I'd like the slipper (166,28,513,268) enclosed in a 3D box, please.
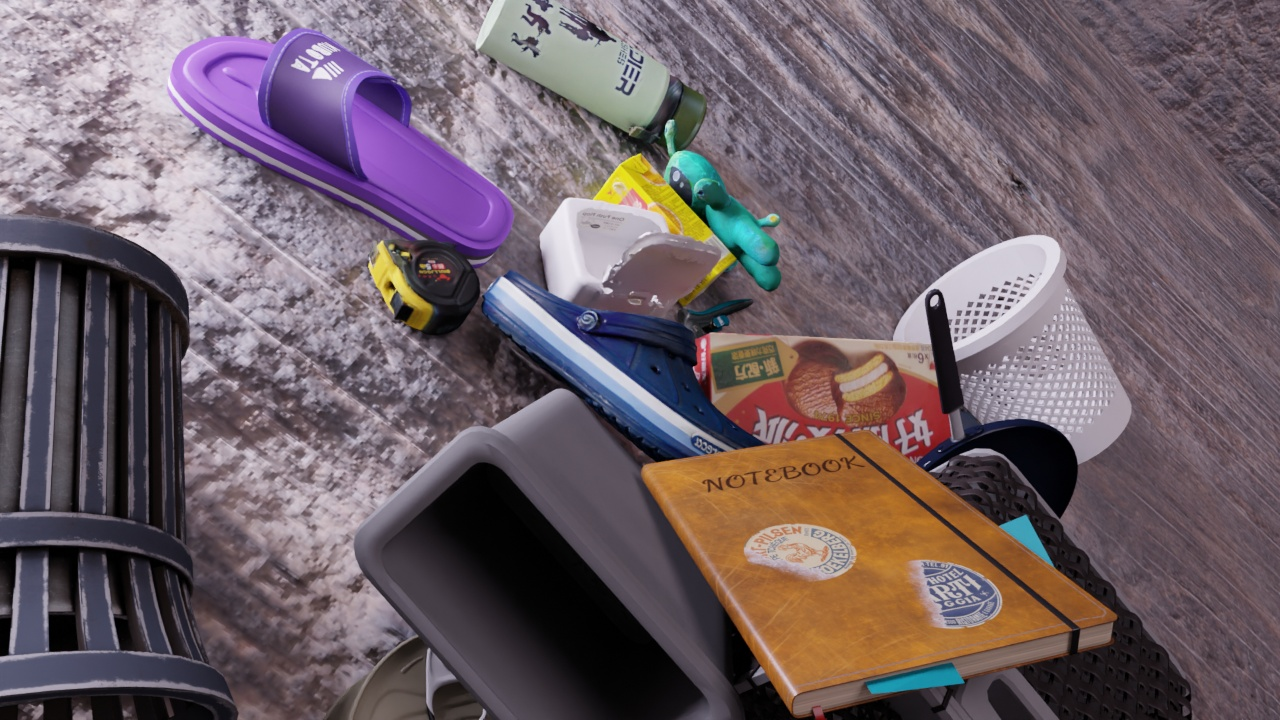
[{"bbox_3d":[-0.206,-0.178,0.693,0.266,0.084,0.107,31,46,-17],"label":"slipper"}]

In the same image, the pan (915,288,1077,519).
[{"bbox_3d":[0.260,0.075,0.746,0.357,0.198,0.021,64,-2,-39],"label":"pan"}]

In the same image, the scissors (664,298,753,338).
[{"bbox_3d":[0.073,-0.025,0.854,0.124,0.019,0.156,41,45,-4],"label":"scissors"}]

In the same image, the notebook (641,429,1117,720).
[{"bbox_3d":[0.120,0.100,0.499,0.178,0.014,0.249,-8,20,-14],"label":"notebook"}]

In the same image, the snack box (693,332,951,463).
[{"bbox_3d":[0.152,0.041,0.773,0.236,0.060,0.113,2,82,-20],"label":"snack box"}]

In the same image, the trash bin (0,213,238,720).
[{"bbox_3d":[-0.279,0.061,0.416,0.164,0.165,0.227,6,54,-36],"label":"trash bin"}]

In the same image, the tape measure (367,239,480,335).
[{"bbox_3d":[-0.157,-0.055,0.678,0.071,0.042,0.072,-5,60,-42],"label":"tape measure"}]

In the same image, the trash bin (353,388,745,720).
[{"bbox_3d":[-0.035,0.119,0.532,0.192,0.098,0.219,48,7,0],"label":"trash bin"}]

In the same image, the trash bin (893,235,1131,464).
[{"bbox_3d":[0.417,0.004,0.999,0.199,0.196,0.194,48,42,-14],"label":"trash bin"}]

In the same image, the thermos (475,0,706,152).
[{"bbox_3d":[-0.042,-0.281,0.904,0.231,0.083,0.082,24,48,-24],"label":"thermos"}]

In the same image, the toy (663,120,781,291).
[{"bbox_3d":[0.077,-0.145,0.878,0.072,0.131,0.193,-34,59,-7],"label":"toy"}]

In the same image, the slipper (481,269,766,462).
[{"bbox_3d":[-0.004,0.004,0.670,0.253,0.105,0.095,36,81,12],"label":"slipper"}]

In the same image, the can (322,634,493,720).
[{"bbox_3d":[-0.108,0.217,0.497,0.127,0.073,0.127,20,50,-26],"label":"can"}]

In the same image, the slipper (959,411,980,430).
[{"bbox_3d":[0.290,0.081,0.894,0.263,0.101,0.082,43,44,0],"label":"slipper"}]

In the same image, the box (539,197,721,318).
[{"bbox_3d":[-0.004,-0.090,0.748,0.108,0.137,0.128,4,58,-28],"label":"box"}]

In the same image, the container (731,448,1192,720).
[{"bbox_3d":[0.179,0.236,0.593,0.247,0.246,0.242,51,40,3],"label":"container"}]

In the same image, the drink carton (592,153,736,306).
[{"bbox_3d":[0.019,-0.120,0.850,0.134,0.059,0.042,49,44,2],"label":"drink carton"}]
